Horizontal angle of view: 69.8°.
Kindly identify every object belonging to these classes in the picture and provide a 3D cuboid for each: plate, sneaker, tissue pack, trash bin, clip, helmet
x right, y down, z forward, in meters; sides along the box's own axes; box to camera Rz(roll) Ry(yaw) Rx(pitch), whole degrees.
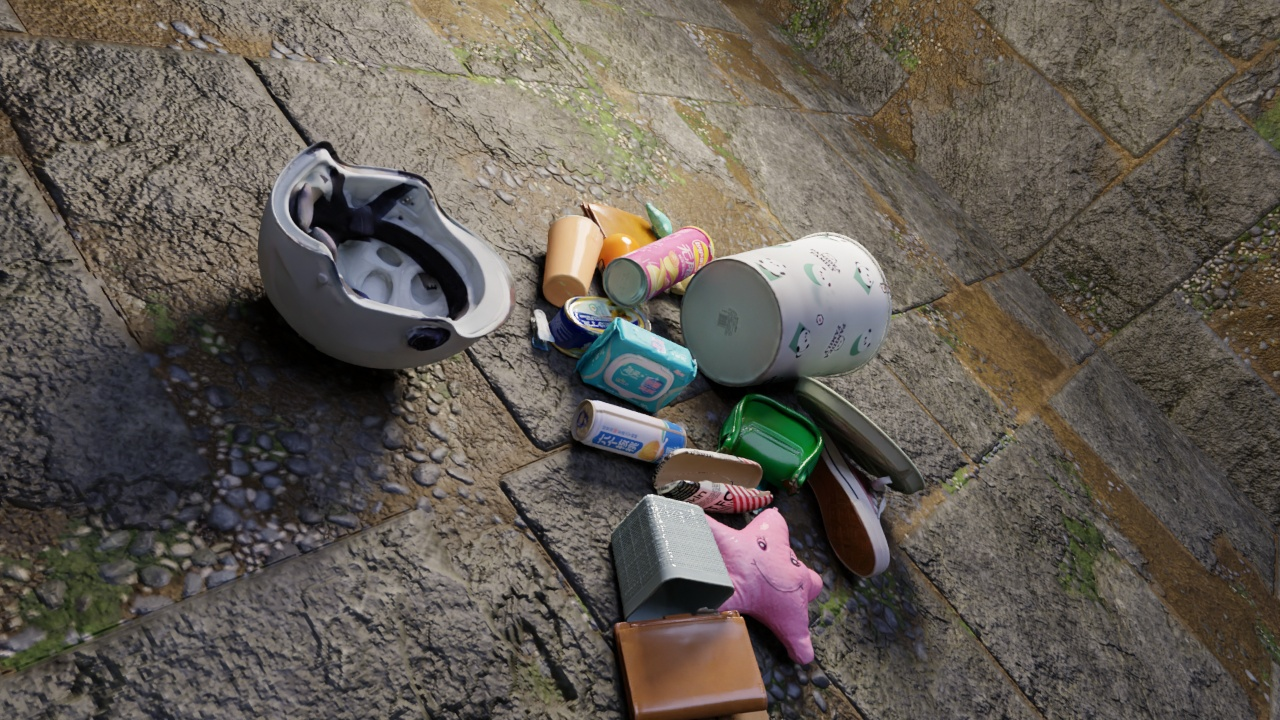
[{"bbox_3d":[0.301,0.108,1.288,0.230,0.027,0.230,43,-4,4],"label":"plate"},{"bbox_3d":[0.291,0.185,1.248,0.087,0.118,0.240,0,42,-19],"label":"sneaker"},{"bbox_3d":[-0.007,0.007,1.152,0.133,0.093,0.050,25,38,-24],"label":"tissue pack"},{"bbox_3d":[0.209,-0.069,1.362,0.251,0.230,0.229,-12,59,-46],"label":"trash bin"},{"bbox_3d":[-0.125,-0.040,1.155,0.026,0.038,0.058,15,39,-31],"label":"clip"},{"bbox_3d":[-0.270,-0.079,0.933,0.258,0.146,0.228,19,39,-44],"label":"helmet"}]

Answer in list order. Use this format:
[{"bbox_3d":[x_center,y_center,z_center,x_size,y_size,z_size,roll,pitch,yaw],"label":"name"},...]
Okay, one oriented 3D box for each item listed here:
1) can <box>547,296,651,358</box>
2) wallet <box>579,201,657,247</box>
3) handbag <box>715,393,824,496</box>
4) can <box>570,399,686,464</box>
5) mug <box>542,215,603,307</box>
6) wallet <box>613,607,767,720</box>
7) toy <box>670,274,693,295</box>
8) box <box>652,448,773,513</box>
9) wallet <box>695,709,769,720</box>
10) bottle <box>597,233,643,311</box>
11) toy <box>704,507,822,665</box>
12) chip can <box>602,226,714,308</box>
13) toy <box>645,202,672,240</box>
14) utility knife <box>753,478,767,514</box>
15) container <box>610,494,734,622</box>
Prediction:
[{"bbox_3d":[-0.053,-0.042,1.204,0.148,0.049,0.074,2,50,-46],"label":"can"},{"bbox_3d":[-0.027,-0.203,1.435,0.130,0.035,0.119,10,41,-44],"label":"wallet"},{"bbox_3d":[0.169,0.114,1.211,0.131,0.068,0.119,28,36,2],"label":"handbag"},{"bbox_3d":[-0.013,0.086,1.088,0.134,0.053,0.053,19,39,-31],"label":"can"},{"bbox_3d":[-0.096,-0.131,1.246,0.078,0.078,0.122,29,40,-19],"label":"mug"},{"bbox_3d":[0.046,0.293,0.885,0.131,0.031,0.107,-2,46,-15],"label":"wallet"},{"bbox_3d":[0.071,-0.129,1.421,0.157,0.066,0.105,19,45,-31],"label":"toy"},{"bbox_3d":[0.084,0.143,1.114,0.163,0.075,0.082,11,55,-36],"label":"box"},{"bbox_3d":[0.094,0.363,0.894,0.090,0.033,0.115,15,44,-36],"label":"wallet"},{"bbox_3d":[-0.024,-0.111,1.310,0.066,0.067,0.149,16,48,-33],"label":"bottle"},{"bbox_3d":[0.132,0.233,1.042,0.194,0.075,0.178,34,42,-14],"label":"toy"},{"bbox_3d":[0.028,-0.132,1.280,0.071,0.072,0.210,46,34,7],"label":"chip can"},{"bbox_3d":[0.038,-0.210,1.496,0.096,0.030,0.092,56,1,1],"label":"toy"},{"bbox_3d":[0.162,0.154,1.228,0.029,0.013,0.157,34,33,-5],"label":"utility knife"},{"bbox_3d":[0.027,0.209,0.956,0.089,0.090,0.111,18,36,-32],"label":"container"}]
